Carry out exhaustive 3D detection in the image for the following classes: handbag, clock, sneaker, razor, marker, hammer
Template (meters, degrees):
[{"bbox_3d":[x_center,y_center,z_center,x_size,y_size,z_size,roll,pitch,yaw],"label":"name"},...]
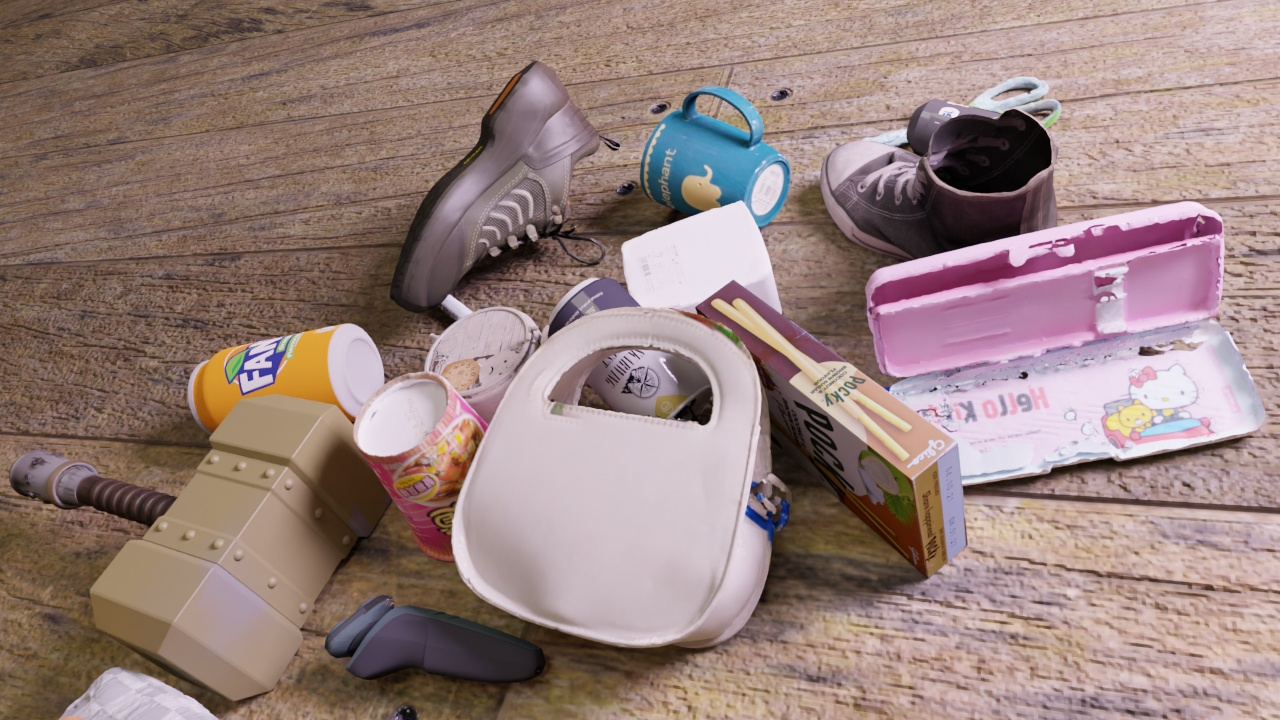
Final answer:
[{"bbox_3d":[-0.007,0.066,0.559,0.201,0.093,0.199,9,76,29],"label":"handbag"},{"bbox_3d":[-0.284,0.243,0.517,0.172,0.123,0.112,13,62,25],"label":"handbag"},{"bbox_3d":[-0.098,0.001,0.702,0.157,0.061,0.103,-10,46,18],"label":"clock"},{"bbox_3d":[0.203,-0.128,0.650,0.095,0.120,0.234,-28,42,-3],"label":"sneaker"},{"bbox_3d":[-0.126,0.179,0.567,0.143,0.047,0.052,4,80,21],"label":"razor"},{"bbox_3d":[-0.171,-0.051,0.813,0.017,0.017,0.146,-42,47,-16],"label":"marker"},{"bbox_3d":[-0.107,-0.124,0.804,0.238,0.143,0.101,-55,24,2],"label":"sneaker"},{"bbox_3d":[-0.371,0.110,0.692,0.325,0.101,0.189,7,53,29],"label":"hammer"}]

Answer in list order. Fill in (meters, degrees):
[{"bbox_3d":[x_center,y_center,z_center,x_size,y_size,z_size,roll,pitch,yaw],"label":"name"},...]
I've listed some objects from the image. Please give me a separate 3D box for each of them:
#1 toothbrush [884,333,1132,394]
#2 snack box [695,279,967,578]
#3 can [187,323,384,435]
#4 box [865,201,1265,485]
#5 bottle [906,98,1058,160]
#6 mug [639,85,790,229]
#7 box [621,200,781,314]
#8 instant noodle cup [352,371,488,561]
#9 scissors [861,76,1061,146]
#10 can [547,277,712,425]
[{"bbox_3d":[0.232,0.008,0.584,0.183,0.016,0.018,-14,51,11],"label":"toothbrush"},{"bbox_3d":[0.111,0.036,0.551,0.031,0.101,0.186,-36,46,-11],"label":"snack box"},{"bbox_3d":[-0.289,0.020,0.754,0.143,0.079,0.079,-10,47,15],"label":"can"},{"bbox_3d":[0.246,-0.008,0.554,0.202,0.150,0.073,-12,2,12],"label":"box"},{"bbox_3d":[0.264,-0.170,0.709,0.112,0.047,0.046,24,62,29],"label":"bottle"},{"bbox_3d":[0.065,-0.166,0.751,0.104,0.112,0.084,30,47,32],"label":"mug"},{"bbox_3d":[0.048,-0.056,0.710,0.107,0.076,0.102,-17,43,5],"label":"box"},{"bbox_3d":[-0.137,0.067,0.625,0.098,0.109,0.097,-13,45,13],"label":"instant noodle cup"},{"bbox_3d":[0.255,-0.191,0.759,0.176,0.033,0.078,-19,47,12],"label":"scissors"},{"bbox_3d":[-0.004,0.004,0.633,0.064,0.064,0.127,-40,74,-15],"label":"can"}]
